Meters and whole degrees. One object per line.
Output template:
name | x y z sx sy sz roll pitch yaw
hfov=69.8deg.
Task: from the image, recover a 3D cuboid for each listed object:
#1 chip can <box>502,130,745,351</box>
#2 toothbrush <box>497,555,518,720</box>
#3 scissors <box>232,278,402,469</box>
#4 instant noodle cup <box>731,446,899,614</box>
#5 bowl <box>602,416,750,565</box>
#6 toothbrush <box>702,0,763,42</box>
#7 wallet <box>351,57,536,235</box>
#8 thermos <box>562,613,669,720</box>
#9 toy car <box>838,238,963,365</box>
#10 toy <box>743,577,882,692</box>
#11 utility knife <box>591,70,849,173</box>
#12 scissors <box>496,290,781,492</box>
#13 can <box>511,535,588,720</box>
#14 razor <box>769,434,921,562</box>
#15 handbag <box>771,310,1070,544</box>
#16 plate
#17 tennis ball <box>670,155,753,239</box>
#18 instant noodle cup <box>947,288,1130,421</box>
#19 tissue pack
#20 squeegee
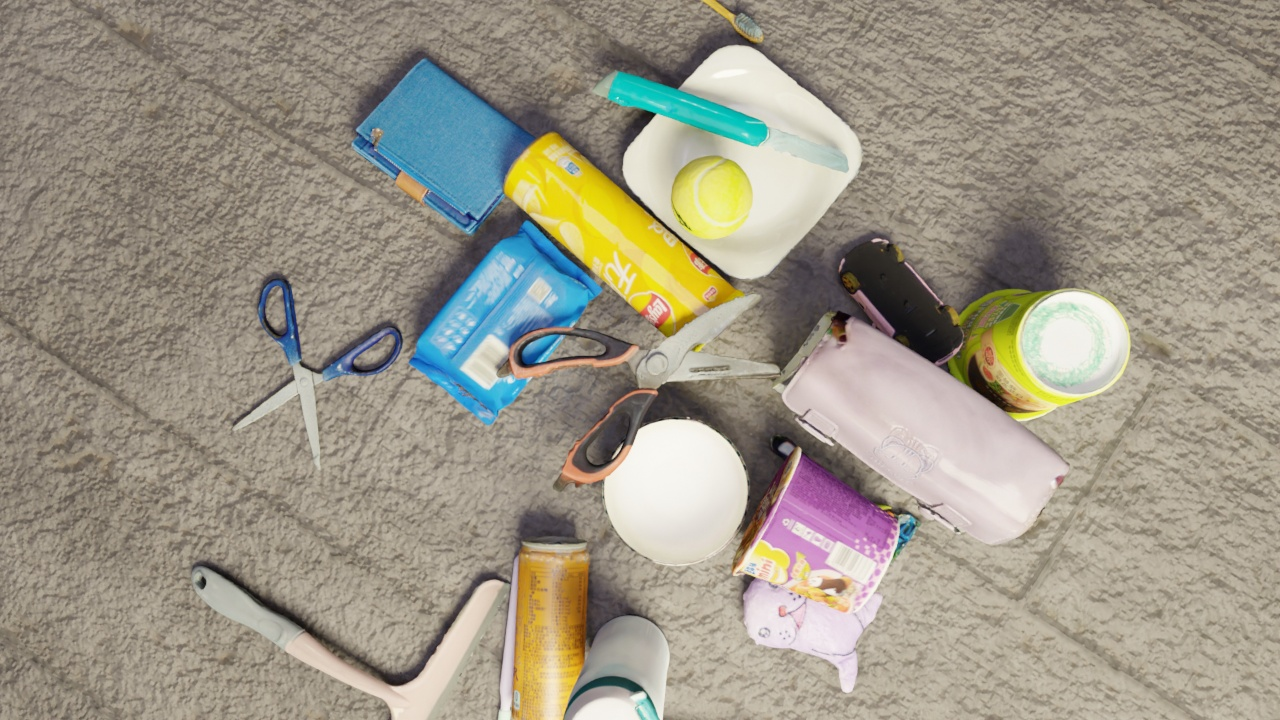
chip can | -0.014 -0.097 0.763 0.213 0.072 0.072 42 89 6
toothbrush | -0.108 0.258 0.768 0.029 0.021 0.189 9 84 -39
scissors | -0.284 0.008 0.798 0.162 0.012 0.173 -12 86 2
instant noodle cup | 0.139 0.138 0.718 0.099 0.111 0.111 28 88 4
bowl | 0.030 0.104 0.748 0.116 0.066 0.116 0 86 4
toothbrush | 0.032 -0.339 0.802 0.191 0.018 0.016 39 87 5
wallet | -0.167 -0.185 0.793 0.133 0.040 0.106 36 80 5
thermos | -0.017 0.240 0.662 0.073 0.224 0.073 0 86 3
toy car | 0.215 -0.047 0.761 0.056 0.037 0.122 -31 67 -7
toy | 0.134 0.213 0.748 0.108 0.039 0.083 18 76 4
utility knife | 0.067 -0.196 0.759 0.223 0.013 0.029 21 86 6
scissors | -0.007 0.012 0.717 0.189 0.015 0.227 35 90 12
can | -0.073 0.220 0.750 0.058 0.058 0.146 2 86 3
razor | 0.166 0.108 0.764 0.143 0.022 0.042 38 87 5
handbag | 0.204 0.049 0.704 0.197 0.145 0.098 36 86 6
plate | 0.085 -0.166 0.780 0.163 0.034 0.164 42 90 5
tennis ball | 0.057 -0.130 0.729 0.065 0.065 0.065 0 86 3
instant noodle cup | 0.311 -0.009 0.713 0.112 0.123 0.111 0 86 3
tissue pack | -0.113 -0.032 0.772 0.095 0.052 0.157 39 89 3
squeegee | -0.278 0.239 0.770 0.249 0.040 0.247 28 88 5
